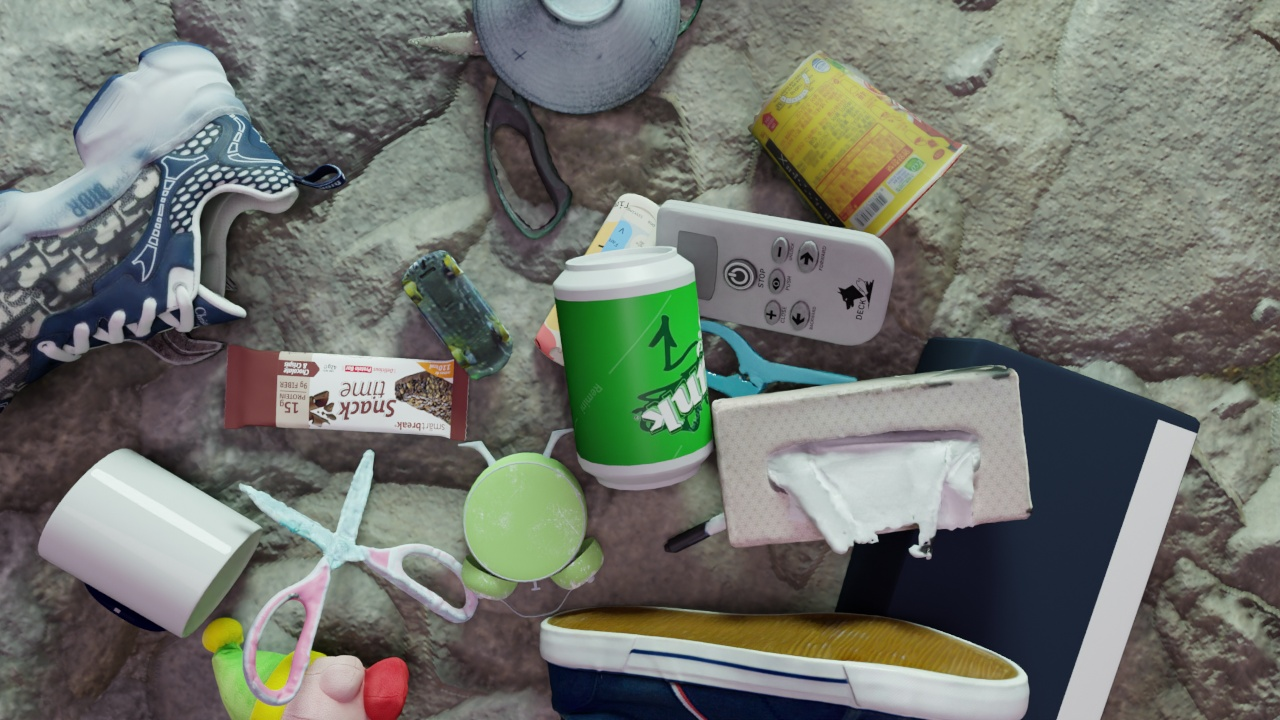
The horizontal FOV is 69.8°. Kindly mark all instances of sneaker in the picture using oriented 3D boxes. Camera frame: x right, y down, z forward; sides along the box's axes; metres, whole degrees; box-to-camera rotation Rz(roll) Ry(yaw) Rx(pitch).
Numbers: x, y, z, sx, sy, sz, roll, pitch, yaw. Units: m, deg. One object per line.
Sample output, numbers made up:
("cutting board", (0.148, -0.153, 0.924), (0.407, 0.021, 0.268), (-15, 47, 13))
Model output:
("sneaker", (0.077, 0.218, 0.552), (0.295, 0.120, 0.127), (-6, 86, 24))
("sneaker", (-0.307, -0.052, 0.551), (0.132, 0.103, 0.269), (39, 81, -6))

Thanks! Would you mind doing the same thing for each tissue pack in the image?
("tissue pack", (0.138, 0.063, 0.550), (0.181, 0.071, 0.104), (-6, 90, 6))

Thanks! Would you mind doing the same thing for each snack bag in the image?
("snack bag", (-0.194, 0.022, 0.609), (0.158, 0.013, 0.057), (4, 93, -4))

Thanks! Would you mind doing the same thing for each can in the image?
("can", (-0.003, 0.003, 0.575), (0.088, 0.087, 0.140), (-8, 103, -4))

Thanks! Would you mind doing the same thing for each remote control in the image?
("remote control", (0.081, -0.054, 0.583), (0.151, 0.019, 0.074), (13, 125, 16))
("remote control", (-0.026, -0.053, 0.617), (0.038, 0.018, 0.125), (31, 91, -5))

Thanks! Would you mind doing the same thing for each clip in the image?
("clip", (0.077, 0.007, 0.606), (0.116, 0.026, 0.097), (37, 95, 12))

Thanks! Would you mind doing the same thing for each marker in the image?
("marker", (0.081, 0.094, 0.610), (0.152, 0.011, 0.011), (-30, 94, 16))

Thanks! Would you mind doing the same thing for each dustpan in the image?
("dustpan", (0.201, 0.105, 0.621), (0.273, 0.080, 0.236), (18, 90, -11))

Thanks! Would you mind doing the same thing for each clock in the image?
("clock", (-0.075, 0.110, 0.606), (0.094, 0.042, 0.119), (-9, 93, -3))

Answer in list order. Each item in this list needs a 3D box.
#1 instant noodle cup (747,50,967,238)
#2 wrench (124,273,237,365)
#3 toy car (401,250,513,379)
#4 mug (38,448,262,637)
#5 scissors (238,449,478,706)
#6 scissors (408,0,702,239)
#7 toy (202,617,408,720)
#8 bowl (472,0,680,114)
("instant noodle cup", (0.135, -0.138, 0.593), (0.100, 0.100, 0.112), (-44, 86, -2))
("wrench", (-0.400, -0.021, 0.594), (0.273, 0.010, 0.070), (-6, 92, -4))
("toy car", (-0.119, -0.030, 0.605), (0.038, 0.027, 0.090), (-36, 93, -5))
("mug", (-0.310, 0.125, 0.578), (0.097, 0.078, 0.112), (32, 117, -5))
("scissors", (-0.178, 0.136, 0.575), (0.176, 0.013, 0.170), (28, 48, -26))
("scissors", (-0.044, -0.195, 0.613), (0.205, 0.015, 0.201), (-18, 95, -3))
("toy", (-0.223, 0.222, 0.593), (0.131, 0.096, 0.124), (12, 120, -16))
("bowl", (-0.039, -0.229, 0.575), (0.137, 0.057, 0.137), (0, 93, -5))
